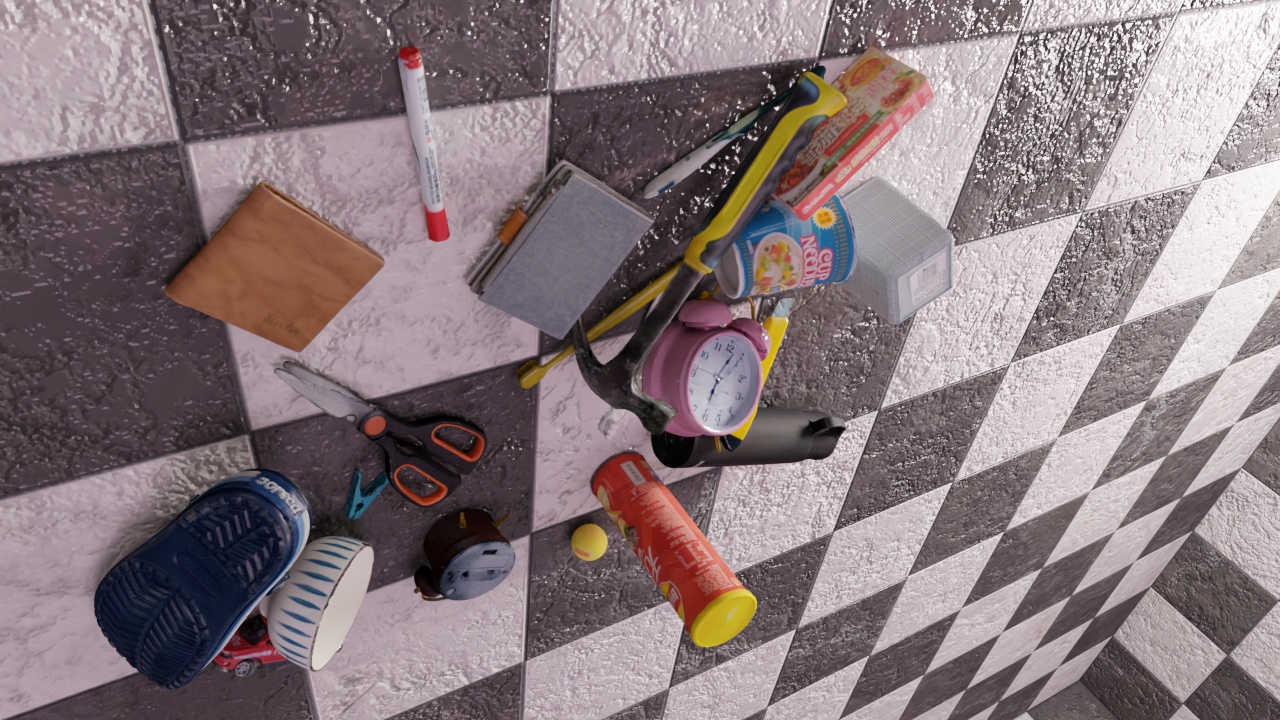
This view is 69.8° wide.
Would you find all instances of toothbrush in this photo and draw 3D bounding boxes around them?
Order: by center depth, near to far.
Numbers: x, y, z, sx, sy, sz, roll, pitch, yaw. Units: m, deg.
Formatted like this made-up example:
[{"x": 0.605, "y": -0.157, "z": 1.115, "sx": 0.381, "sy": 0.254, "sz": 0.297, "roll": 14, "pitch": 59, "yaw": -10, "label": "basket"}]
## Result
[{"x": 0.080, "y": -0.191, "z": 0.774, "sx": 0.191, "sy": 0.016, "sz": 0.018, "roll": -36, "pitch": 151, "yaw": -4, "label": "toothbrush"}, {"x": -0.033, "y": -0.036, "z": 0.835, "sx": 0.190, "sy": 0.016, "sz": 0.016, "roll": -36, "pitch": 140, "yaw": -6, "label": "toothbrush"}, {"x": -0.005, "y": 0.005, "z": 0.893, "sx": 0.016, "sy": 0.016, "sz": 0.180, "roll": -5, "pitch": 130, "yaw": -40, "label": "toothbrush"}]

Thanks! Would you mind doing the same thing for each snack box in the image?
[{"x": 0.170, "y": -0.196, "z": 0.791, "sx": 0.153, "sy": 0.075, "sz": 0.025, "roll": -44, "pitch": 139, "yaw": 7, "label": "snack box"}]

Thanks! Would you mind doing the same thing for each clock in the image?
[{"x": 0.070, "y": 0.001, "z": 0.889, "sx": 0.117, "sy": 0.060, "sz": 0.158, "roll": 27, "pitch": 78, "yaw": -38, "label": "clock"}, {"x": -0.178, "y": 0.202, "z": 0.917, "sx": 0.082, "sy": 0.055, "sz": 0.122, "roll": 10, "pitch": 121, "yaw": -43, "label": "clock"}]

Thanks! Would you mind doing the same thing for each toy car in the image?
[{"x": -0.336, "y": 0.256, "z": 0.850, "sx": 0.120, "sy": 0.053, "sz": 0.045, "roll": 1, "pitch": 105, "yaw": -46, "label": "toy car"}]

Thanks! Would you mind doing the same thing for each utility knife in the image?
[{"x": 0.121, "y": 0.012, "z": 0.950, "sx": 0.033, "sy": 0.015, "sz": 0.176, "roll": 29, "pitch": 81, "yaw": -32, "label": "utility knife"}]

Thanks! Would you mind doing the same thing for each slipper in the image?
[{"x": -0.341, "y": 0.162, "z": 0.732, "sx": 0.253, "sy": 0.105, "sz": 0.095, "roll": -44, "pitch": -176, "yaw": 27, "label": "slipper"}]

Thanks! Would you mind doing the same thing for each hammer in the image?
[{"x": 0.056, "y": -0.098, "z": 0.777, "sx": 0.324, "sy": 0.126, "sz": 0.031, "roll": -55, "pitch": 177, "yaw": 12, "label": "hammer"}]

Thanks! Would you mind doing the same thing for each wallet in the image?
[{"x": -0.251, "y": -0.060, "z": 0.643, "sx": 0.101, "sy": 0.020, "sz": 0.115, "roll": -44, "pitch": 143, "yaw": 9, "label": "wallet"}, {"x": -0.066, "y": -0.089, "z": 0.740, "sx": 0.106, "sy": 0.037, "sz": 0.130, "roll": 26, "pitch": 111, "yaw": -39, "label": "wallet"}]

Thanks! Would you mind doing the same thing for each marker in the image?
[{"x": -0.150, "y": -0.146, "z": 0.639, "sx": 0.017, "sy": 0.017, "sz": 0.145, "roll": -21, "pitch": 137, "yaw": -21, "label": "marker"}]

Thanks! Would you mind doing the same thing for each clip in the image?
[{"x": -0.249, "y": 0.120, "z": 0.817, "sx": 0.034, "sy": 0.013, "sz": 0.055, "roll": 9, "pitch": 121, "yaw": -41, "label": "clip"}]

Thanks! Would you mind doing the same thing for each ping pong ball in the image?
[{"x": -0.057, "y": 0.202, "z": 1.021, "sx": 0.040, "sy": 0.040, "sz": 0.040, "roll": -21, "pitch": 137, "yaw": -21, "label": "ping pong ball"}]

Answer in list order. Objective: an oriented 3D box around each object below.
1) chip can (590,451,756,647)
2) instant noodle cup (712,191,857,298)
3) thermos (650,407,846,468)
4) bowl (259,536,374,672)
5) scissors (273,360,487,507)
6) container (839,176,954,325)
[{"x": 0.028, "y": 0.185, "z": 0.931, "sx": 0.073, "sy": 0.216, "sz": 0.073, "roll": -21, "pitch": 136, "yaw": -22, "label": "chip can"}, {"x": 0.124, "y": -0.103, "z": 0.837, "sx": 0.109, "sy": 0.099, "sz": 0.099, "roll": -17, "pitch": 136, "yaw": -13, "label": "instant noodle cup"}, {"x": 0.130, "y": 0.078, "z": 1.020, "sx": 0.242, "sy": 0.068, "sz": 0.090, "roll": 2, "pitch": 154, "yaw": -40, "label": "thermos"}, {"x": -0.291, "y": 0.207, "z": 0.810, "sx": 0.066, "sy": 0.116, "sz": 0.117, "roll": 19, "pitch": 124, "yaw": 3, "label": "bowl"}, {"x": -0.209, "y": 0.045, "z": 0.777, "sx": 0.139, "sy": 0.022, "sz": 0.235, "roll": -34, "pitch": 136, "yaw": -18, "label": "scissors"}, {"x": 0.243, "y": -0.105, "z": 0.904, "sx": 0.090, "sy": 0.111, "sz": 0.090, "roll": -33, "pitch": 141, "yaw": -8, "label": "container"}]
